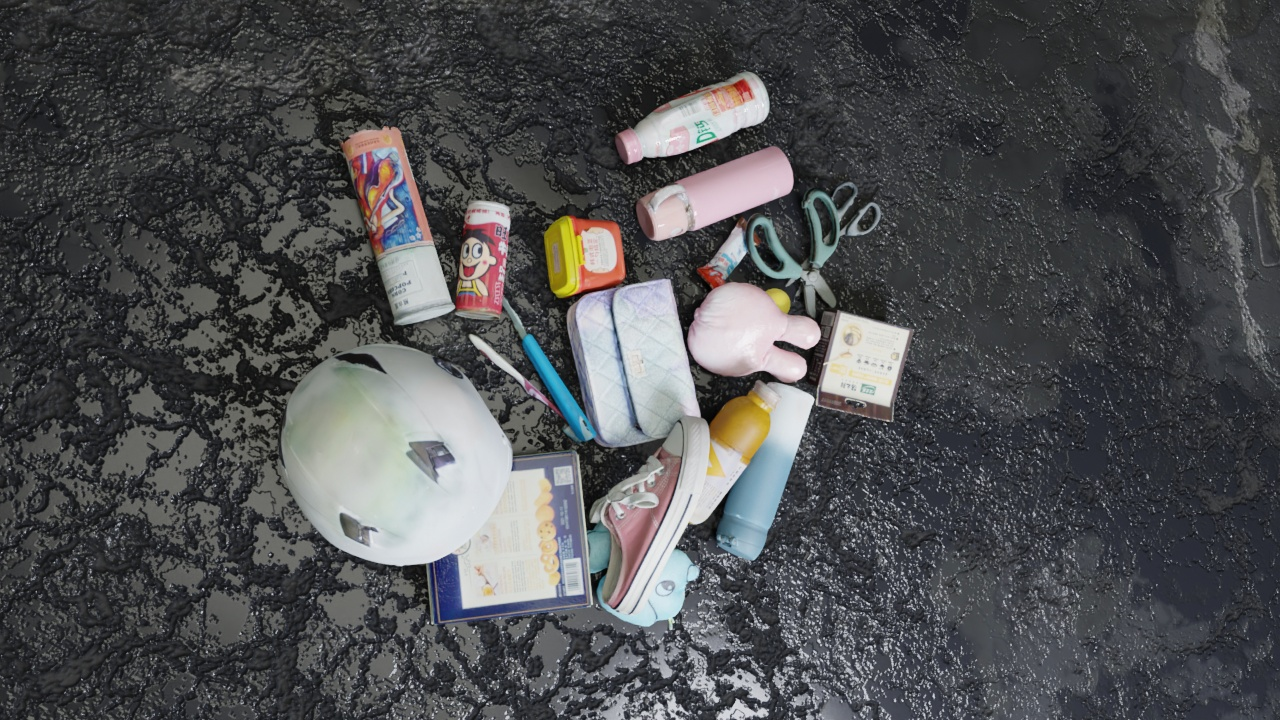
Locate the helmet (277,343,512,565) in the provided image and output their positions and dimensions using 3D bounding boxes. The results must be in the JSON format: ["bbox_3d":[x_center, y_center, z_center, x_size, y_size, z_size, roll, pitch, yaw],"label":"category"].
[{"bbox_3d":[-0.275,0.096,0.958,0.229,0.146,0.258,-44,84,1],"label":"helmet"}]

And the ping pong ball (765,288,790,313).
[{"bbox_3d":[0.172,-0.072,1.181,0.040,0.040,0.040,1,86,-16],"label":"ping pong ball"}]

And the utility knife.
[{"bbox_3d":[-0.115,0.008,1.092,0.018,0.034,0.204,-31,87,-24],"label":"utility knife"}]

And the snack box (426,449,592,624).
[{"bbox_3d":[-0.154,0.201,1.054,0.182,0.046,0.178,-5,87,-5],"label":"snack box"}]

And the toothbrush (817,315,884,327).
[{"bbox_3d":[0.235,-0.043,1.213,0.189,0.018,0.014,-8,87,-13],"label":"toothbrush"}]

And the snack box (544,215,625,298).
[{"bbox_3d":[-0.065,-0.125,1.100,0.080,0.082,0.091,-6,87,-26],"label":"snack box"}]

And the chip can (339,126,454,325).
[{"bbox_3d":[-0.276,-0.152,1.044,0.071,0.071,0.214,-17,90,-16],"label":"chip can"}]

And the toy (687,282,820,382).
[{"bbox_3d":[0.140,-0.030,1.151,0.159,0.054,0.121,20,105,-6],"label":"toy"}]

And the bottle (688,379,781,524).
[{"bbox_3d":[0.101,0.109,1.114,0.068,0.068,0.189,36,93,-11],"label":"bottle"}]

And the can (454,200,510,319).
[{"bbox_3d":[-0.185,-0.117,1.077,0.053,0.053,0.132,6,85,-15],"label":"can"}]

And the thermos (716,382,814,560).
[{"bbox_3d":[0.154,0.139,1.151,0.070,0.070,0.220,22,81,-13],"label":"thermos"}]

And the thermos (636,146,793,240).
[{"bbox_3d":[0.094,-0.213,1.146,0.198,0.087,0.067,-22,71,-17],"label":"thermos"}]

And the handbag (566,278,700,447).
[{"bbox_3d":[-0.007,0.007,1.107,0.134,0.076,0.194,-13,91,-18],"label":"handbag"}]

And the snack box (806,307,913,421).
[{"bbox_3d":[0.284,0.005,1.195,0.113,0.053,0.126,13,96,-14],"label":"snack box"}]

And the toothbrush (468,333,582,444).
[{"bbox_3d":[-0.137,0.034,1.101,0.187,0.016,0.017,43,86,-10],"label":"toothbrush"}]

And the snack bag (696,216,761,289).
[{"bbox_3d":[0.114,-0.133,1.177,0.104,0.026,0.048,-48,111,-13],"label":"snack bag"}]

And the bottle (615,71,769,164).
[{"bbox_3d":[0.064,-0.300,1.156,0.196,0.068,0.068,-25,93,-12],"label":"bottle"}]

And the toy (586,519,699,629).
[{"bbox_3d":[-0.012,0.258,1.103,0.161,0.050,0.156,-23,90,-11],"label":"toy"}]

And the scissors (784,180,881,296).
[{"bbox_3d":[0.259,-0.157,1.226,0.150,0.014,0.170,2,86,-14],"label":"scissors"}]

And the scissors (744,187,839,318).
[{"bbox_3d":[0.221,-0.150,1.199,0.175,0.019,0.175,45,75,-17],"label":"scissors"}]

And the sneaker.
[{"bbox_3d":[0.001,0.167,1.040,0.088,0.118,0.241,24,89,-14],"label":"sneaker"}]
